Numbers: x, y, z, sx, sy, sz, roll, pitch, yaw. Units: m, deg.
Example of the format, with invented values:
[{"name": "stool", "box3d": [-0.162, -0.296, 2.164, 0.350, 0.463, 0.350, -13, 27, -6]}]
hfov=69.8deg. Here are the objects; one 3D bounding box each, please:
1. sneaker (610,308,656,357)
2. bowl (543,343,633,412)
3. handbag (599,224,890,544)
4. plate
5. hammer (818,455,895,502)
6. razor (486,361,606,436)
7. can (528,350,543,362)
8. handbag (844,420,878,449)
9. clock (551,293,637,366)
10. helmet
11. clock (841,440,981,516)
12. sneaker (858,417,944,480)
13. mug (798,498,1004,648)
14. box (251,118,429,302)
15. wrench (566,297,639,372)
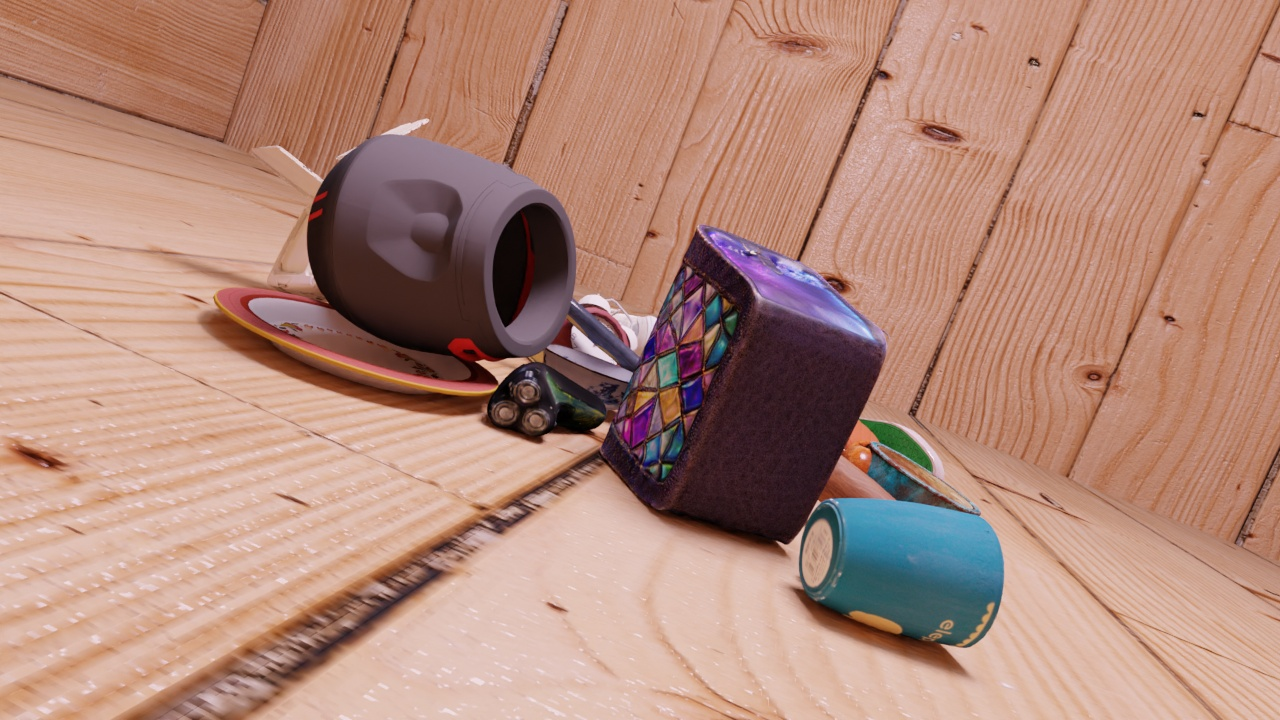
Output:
[{"name": "sneaker", "box3d": [-0.035, -0.029, 1.296, 0.090, 0.089, 0.242, 15, 1, -15]}, {"name": "bowl", "box3d": [-0.052, 0.024, 0.928, 0.114, 0.045, 0.114, 21, 6, -2]}, {"name": "handbag", "box3d": [0.067, 0.013, 0.725, 0.125, 0.205, 0.222, 19, 13, -21]}, {"name": "plate", "box3d": [-0.227, -0.009, 0.744, 0.230, 0.021, 0.229, 21, 6, -3]}, {"name": "hammer", "box3d": [0.119, 0.076, 0.810, 0.301, 0.158, 0.037, 39, 14, 27]}, {"name": "razor", "box3d": [-0.070, 0.041, 0.763, 0.067, 0.054, 0.151, 55, 14, 27]}, {"name": "can", "box3d": [-0.085, -0.015, 1.107, 0.092, 0.056, 0.116, 17, 8, -25]}, {"name": "handbag", "box3d": [0.220, 0.093, 1.031, 0.172, 0.060, 0.108, 37, 14, -35]}, {"name": "clock", "box3d": [-0.052, -0.021, 1.029, 0.087, 0.124, 0.044, 49, -36, -11]}, {"name": "helmet", "box3d": [-0.172, -0.090, 0.749, 0.170, 0.164, 0.264, 12, -5, 16]}, {"name": "clock", "box3d": [0.225, 0.125, 0.843, 0.157, 0.073, 0.121, 35, 10, 16]}, {"name": "sneaker", "box3d": [0.310, 0.119, 1.158, 0.079, 0.084, 0.235, 18, 3, -26]}, {"name": "mug", "box3d": [0.154, 0.133, 0.589, 0.104, 0.084, 0.112, 14, -21, -12]}, {"name": "box", "box3d": [-0.294, -0.161, 0.849, 0.144, 0.192, 0.106, 5, -23, 41]}, {"name": "wrench", "box3d": [-0.006, 0.006, 0.987, 0.273, 0.022, 0.073, 41, -12, -9]}]
